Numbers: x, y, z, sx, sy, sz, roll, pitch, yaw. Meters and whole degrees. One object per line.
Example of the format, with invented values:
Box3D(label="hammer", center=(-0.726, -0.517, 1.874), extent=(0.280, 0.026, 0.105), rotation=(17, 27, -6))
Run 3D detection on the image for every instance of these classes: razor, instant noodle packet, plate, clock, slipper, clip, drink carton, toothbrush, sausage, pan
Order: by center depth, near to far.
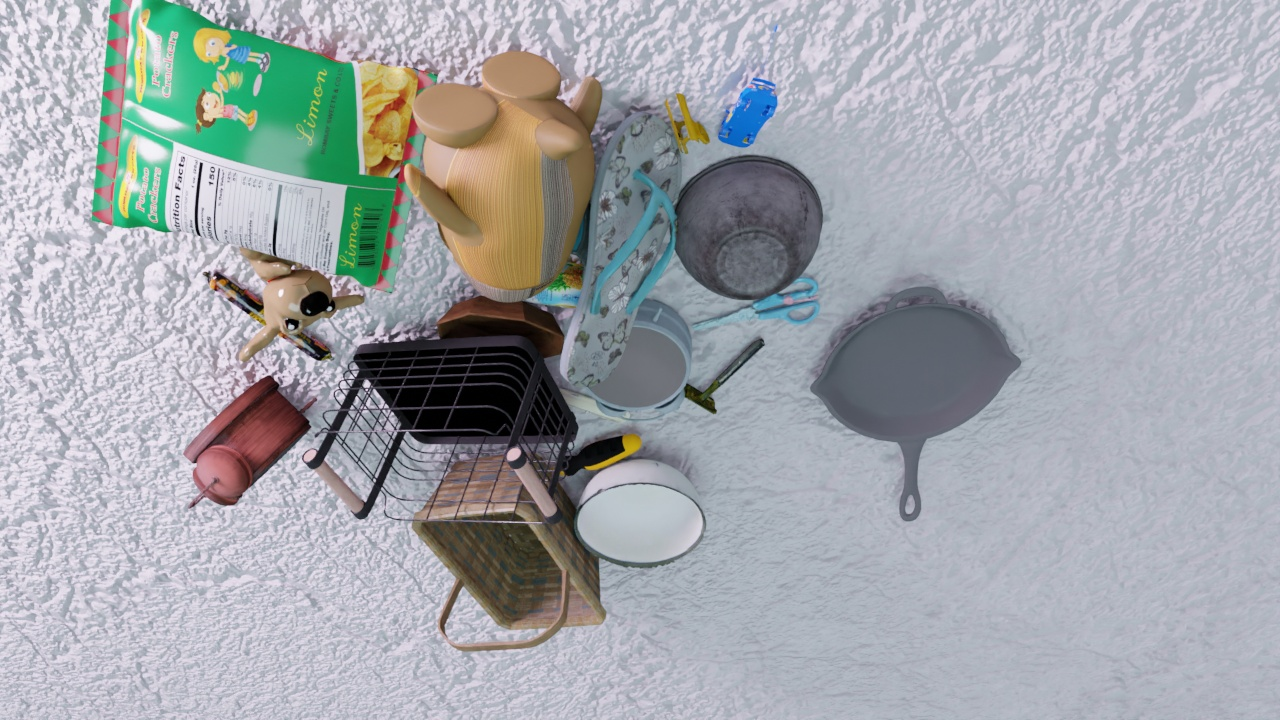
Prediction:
Box3D(label="instant noodle packet", center=(-0.315, -0.177, 0.766), extent=(0.252, 0.090, 0.196), rotation=(14, 110, -11))
Box3D(label="clip", center=(0.046, -0.201, 0.793), extent=(0.039, 0.053, 0.047), rotation=(-24, 156, 17))
Box3D(label="slipper", center=(-0.006, -0.087, 0.833), extent=(0.098, 0.055, 0.269), rotation=(-15, 130, -44))
Box3D(label="drink carton", center=(-0.080, -0.075, 0.896), extent=(0.129, 0.044, 0.039), rotation=(5, 130, -6))
Box3D(label="plate", center=(-0.137, -0.033, 0.913), extent=(0.131, 0.025, 0.131), rotation=(5, 161, 1))
Box3D(label="sausage", center=(-0.380, -0.043, 0.941), extent=(0.020, 0.020, 0.155), rotation=(-33, 123, 25))
Box3D(label="clock", center=(-0.006, 0.006, 0.964), extent=(0.122, 0.045, 0.159), rotation=(-5, 129, 5))
Box3D(label="clock", center=(-0.419, 0.092, 0.965), extent=(0.072, 0.157, 0.121), rotation=(45, 147, -9))
Box3D(label="razor", center=(0.095, 0.013, 0.985), extent=(0.042, 0.026, 0.106), rotation=(32, 120, -22))
Box3D(label="pan", center=(0.301, 0.057, 1.018), extent=(0.216, 0.024, 0.355), rotation=(-7, 130, 7))
Box3D(label="toothbrush", center=(-0.084, 0.124, 1.078), extent=(0.197, 0.031, 0.031), rotation=(-22, 142, 24))

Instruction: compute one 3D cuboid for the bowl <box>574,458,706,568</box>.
Box3D(label="bowl", center=(0.000, 0.171, 1.087), extent=(0.153, 0.072, 0.154), rotation=(0, 131, 0))

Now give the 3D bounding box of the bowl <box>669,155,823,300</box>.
Box3D(label="bowl", center=(0.100, -0.109, 0.850), extent=(0.145, 0.067, 0.145), rotation=(0, 131, 0))

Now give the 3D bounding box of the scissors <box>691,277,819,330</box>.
Box3D(label="scissors", center=(0.118, -0.048, 0.942), extent=(0.139, 0.015, 0.063), rotation=(-13, 133, 19))

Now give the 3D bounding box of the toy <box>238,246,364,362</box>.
Box3D(label="toy", center=(-0.333, -0.074, 0.865), extent=(0.106, 0.133, 0.108), rotation=(10, 125, 49))

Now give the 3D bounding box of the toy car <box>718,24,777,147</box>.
Box3D(label="toy car", center=(0.097, -0.231, 0.782), extent=(0.033, 0.061, 0.092), rotation=(13, 159, -12))

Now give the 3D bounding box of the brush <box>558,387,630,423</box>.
Box3D(label="brush", center=(-0.110, 0.031, 1.009), extent=(0.217, 0.012, 0.033), rotation=(20, 128, -18))

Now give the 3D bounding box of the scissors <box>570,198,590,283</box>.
Box3D(label="scissors", center=(-0.047, -0.125, 0.849), extent=(0.129, 0.019, 0.137), rotation=(-35, 107, 14))

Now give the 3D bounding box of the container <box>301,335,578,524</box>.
Box3D(label="container", center=(-0.193, 0.080, 0.934), extent=(0.242, 0.130, 0.163), rotation=(-2, 139, 20))

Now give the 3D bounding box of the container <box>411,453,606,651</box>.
Box3D(label="container", center=(-0.148, 0.246, 1.061), extent=(0.158, 0.185, 0.250), rotation=(-9, 133, 19))

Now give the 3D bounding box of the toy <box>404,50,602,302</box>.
Box3D(label="toy", center=(-0.116, -0.141, 0.786), extent=(0.162, 0.198, 0.204), rotation=(37, 146, 22))
